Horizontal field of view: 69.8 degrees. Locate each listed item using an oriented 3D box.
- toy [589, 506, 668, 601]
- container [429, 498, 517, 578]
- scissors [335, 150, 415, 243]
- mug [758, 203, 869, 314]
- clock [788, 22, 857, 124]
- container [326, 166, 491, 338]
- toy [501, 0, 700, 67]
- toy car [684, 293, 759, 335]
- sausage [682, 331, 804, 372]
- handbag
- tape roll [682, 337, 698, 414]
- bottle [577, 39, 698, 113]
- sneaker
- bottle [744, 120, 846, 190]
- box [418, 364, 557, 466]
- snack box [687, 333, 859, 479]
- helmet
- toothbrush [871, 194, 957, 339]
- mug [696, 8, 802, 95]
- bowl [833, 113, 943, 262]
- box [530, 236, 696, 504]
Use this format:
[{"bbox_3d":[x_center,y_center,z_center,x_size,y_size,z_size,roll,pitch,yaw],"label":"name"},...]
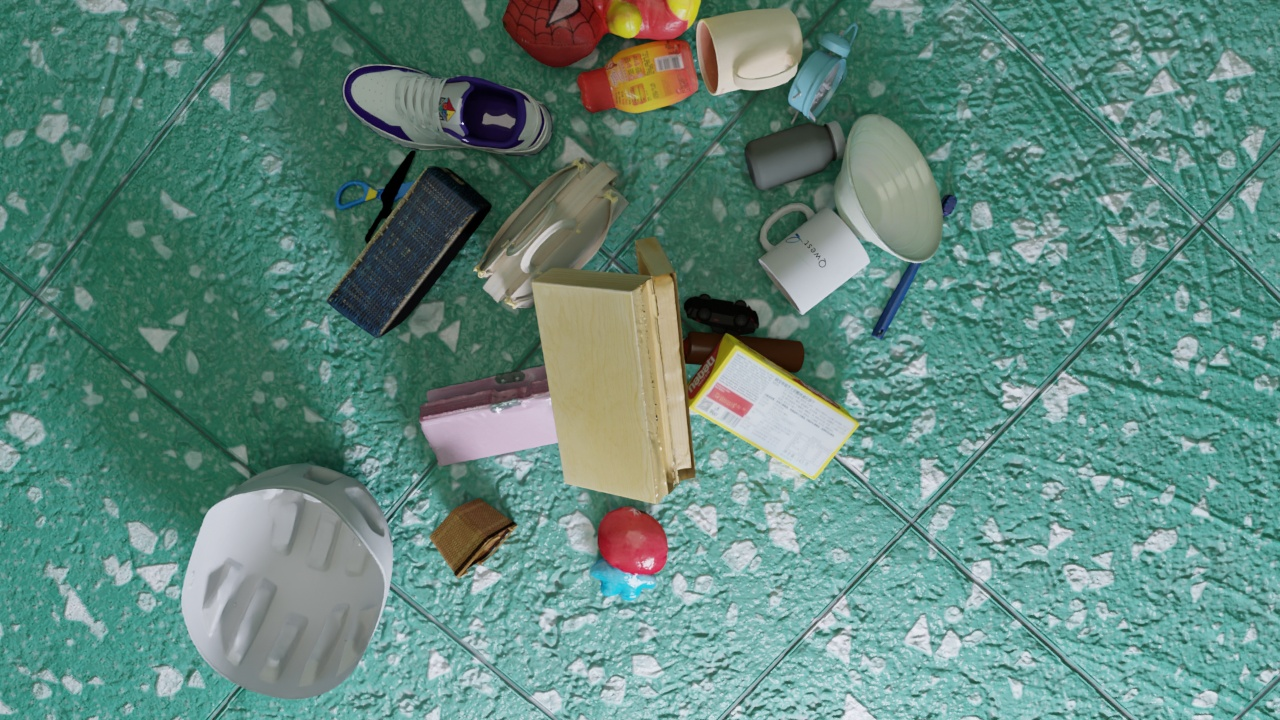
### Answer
[{"bbox_3d":[-0.013,0.241,1.138,0.092,0.062,0.133,19,116,10],"label":"toy"},{"bbox_3d":[-0.203,0.210,1.110,0.061,0.114,0.063,42,97,7],"label":"container"},{"bbox_3d":[-0.296,-0.189,1.094,0.131,0.018,0.109,-18,101,4],"label":"scissors"},{"bbox_3d":[0.191,-0.129,1.073,0.096,0.083,0.119,-38,68,5],"label":"mug"},{"bbox_3d":[0.211,-0.325,1.031,0.042,0.087,0.123,34,84,14],"label":"clock"},{"bbox_3d":[-0.255,-0.123,1.037,0.071,0.145,0.187,38,97,-9],"label":"container"},{"bbox_3d":[-0.045,-0.388,1.011,0.216,0.147,0.099,-15,132,1],"label":"toy"},{"bbox_3d":[0.096,-0.052,1.099,0.092,0.042,0.036,10,121,-1],"label":"toy car"},{"bbox_3d":[0.122,-0.010,1.092,0.155,0.040,0.040,5,99,-14],"label":"sausage"},{"bbox_3d":[-0.100,-0.140,1.007,0.101,0.197,0.195,44,97,-6],"label":"handbag"},{"bbox_3d":[0.065,0.018,1.120,0.094,0.019,0.094,0,98,1],"label":"tape roll"},{"bbox_3d":[-0.005,-0.322,1.054,0.134,0.048,0.071,-14,101,2],"label":"bottle"},{"bbox_3d":[-0.224,-0.282,1.030,0.244,0.111,0.092,10,98,-1],"label":"sneaker"},{"bbox_3d":[0.179,-0.239,1.060,0.108,0.060,0.060,-17,98,3],"label":"bottle"},{"bbox_3d":[-0.145,0.056,1.120,0.233,0.080,0.099,-13,133,3],"label":"box"},{"bbox_3d":[0.155,0.057,1.081,0.200,0.042,0.092,30,103,-22],"label":"snack box"},{"bbox_3d":[-0.404,0.260,1.077,0.224,0.183,0.282,13,92,4],"label":"helmet"},{"bbox_3d":[0.329,-0.112,1.099,0.016,0.017,0.190,26,98,-4],"label":"toothbrush"},{"bbox_3d":[0.128,-0.341,1.024,0.104,0.111,0.085,-16,141,-7],"label":"mug"},{"bbox_3d":[0.270,-0.187,1.046,0.058,0.176,0.176,-21,101,47],"label":"bowl"},{"bbox_3d":[-0.006,0.013,0.996,0.178,0.142,0.249,-26,122,-33],"label":"box"}]
